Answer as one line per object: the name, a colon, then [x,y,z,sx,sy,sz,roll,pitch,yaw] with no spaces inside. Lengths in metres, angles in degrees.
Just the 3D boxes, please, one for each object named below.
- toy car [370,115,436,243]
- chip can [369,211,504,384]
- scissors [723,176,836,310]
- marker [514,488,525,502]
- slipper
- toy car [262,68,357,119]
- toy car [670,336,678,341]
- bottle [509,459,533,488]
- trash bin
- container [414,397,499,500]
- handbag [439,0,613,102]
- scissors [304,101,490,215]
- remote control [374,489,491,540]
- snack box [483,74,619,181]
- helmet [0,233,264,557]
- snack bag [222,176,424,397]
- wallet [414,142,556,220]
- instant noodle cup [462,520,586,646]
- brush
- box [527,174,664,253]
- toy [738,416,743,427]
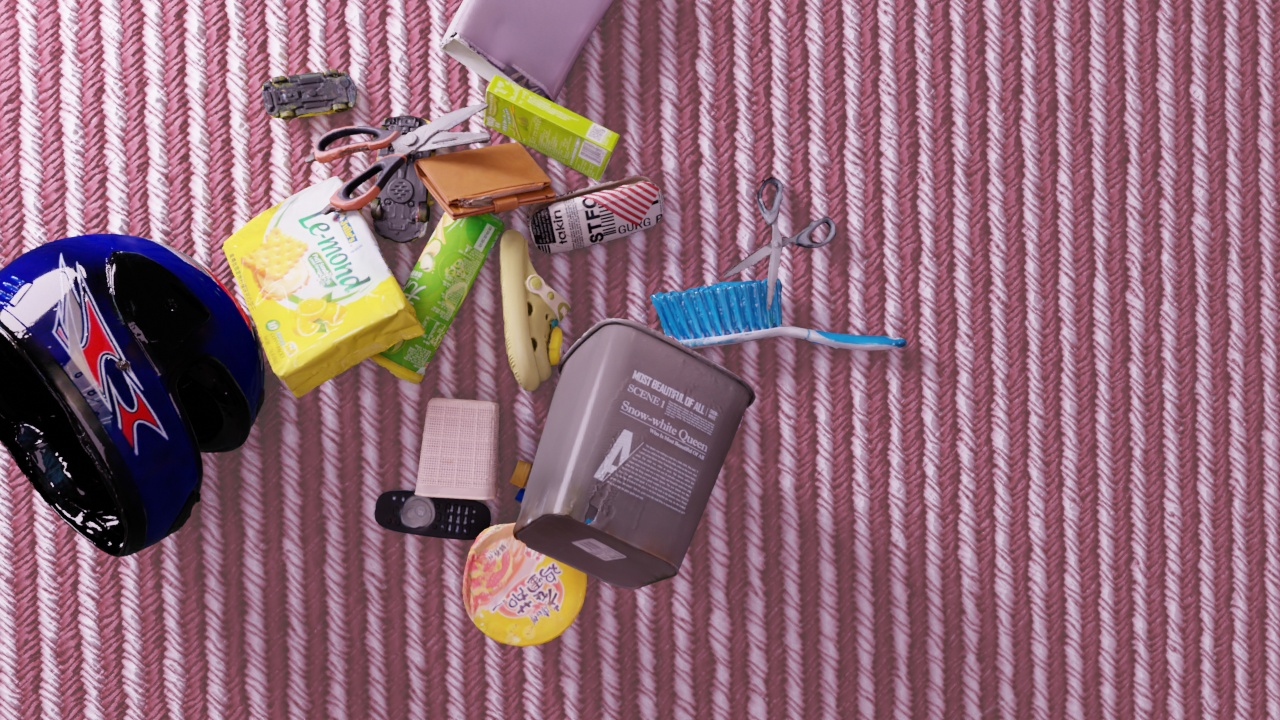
toy car: [-0.278,-0.212,1.074,0.071,0.041,0.155,3,85,-3]
chip can: [-0.236,-0.085,1.066,0.072,0.072,0.221,29,88,-5]
scissors: [0.164,-0.145,1.107,0.180,0.014,0.159,-16,78,-24]
marker: [-0.086,0.197,1.112,0.146,0.017,0.017,30,88,-5]
slipper: [-0.122,-0.061,1.071,0.081,0.092,0.190,-7,88,-8]
toy car: [-0.384,-0.308,1.069,0.105,0.032,0.048,-14,91,-17]
toy car: [-0.006,0.006,1.090,0.122,0.037,0.056,-12,106,19]
bottle: [-0.049,0.173,1.092,0.218,0.065,0.065,23,88,-4]
trash bin: [-0.016,0.107,0.984,0.199,0.199,0.219,28,60,-13]
container: [-0.208,0.100,1.064,0.090,0.090,0.111,4,88,-6]
handbag: [-0.120,-0.409,1.060,0.145,0.098,0.197,31,87,-21]
scissors: [-0.277,-0.234,1.028,0.190,0.015,0.221,31,76,24]
remote control: [-0.246,0.183,1.093,0.136,0.024,0.053,9,91,-4]
snack box: [-0.106,-0.269,1.068,0.156,0.086,0.026,25,73,-5]
helmet: [-0.517,0.017,0.954,0.315,0.248,0.239,53,43,1]
snack bag: [-0.356,-0.085,1.023,0.158,0.068,0.246,-30,63,-5]
wallet: [-0.175,-0.206,1.045,0.131,0.031,0.108,-19,52,-29]
instant noodle cup: [-0.132,0.246,1.062,0.138,0.110,0.138,0,91,-6]
brush: [0.172,-0.049,1.119,0.314,0.060,0.109,-8,97,-7]
box: [-0.055,-0.176,1.101,0.163,0.081,0.075,-19,124,-6]
toy: [0.074,0.057,1.115,0.108,0.039,0.084,32,105,-9]
